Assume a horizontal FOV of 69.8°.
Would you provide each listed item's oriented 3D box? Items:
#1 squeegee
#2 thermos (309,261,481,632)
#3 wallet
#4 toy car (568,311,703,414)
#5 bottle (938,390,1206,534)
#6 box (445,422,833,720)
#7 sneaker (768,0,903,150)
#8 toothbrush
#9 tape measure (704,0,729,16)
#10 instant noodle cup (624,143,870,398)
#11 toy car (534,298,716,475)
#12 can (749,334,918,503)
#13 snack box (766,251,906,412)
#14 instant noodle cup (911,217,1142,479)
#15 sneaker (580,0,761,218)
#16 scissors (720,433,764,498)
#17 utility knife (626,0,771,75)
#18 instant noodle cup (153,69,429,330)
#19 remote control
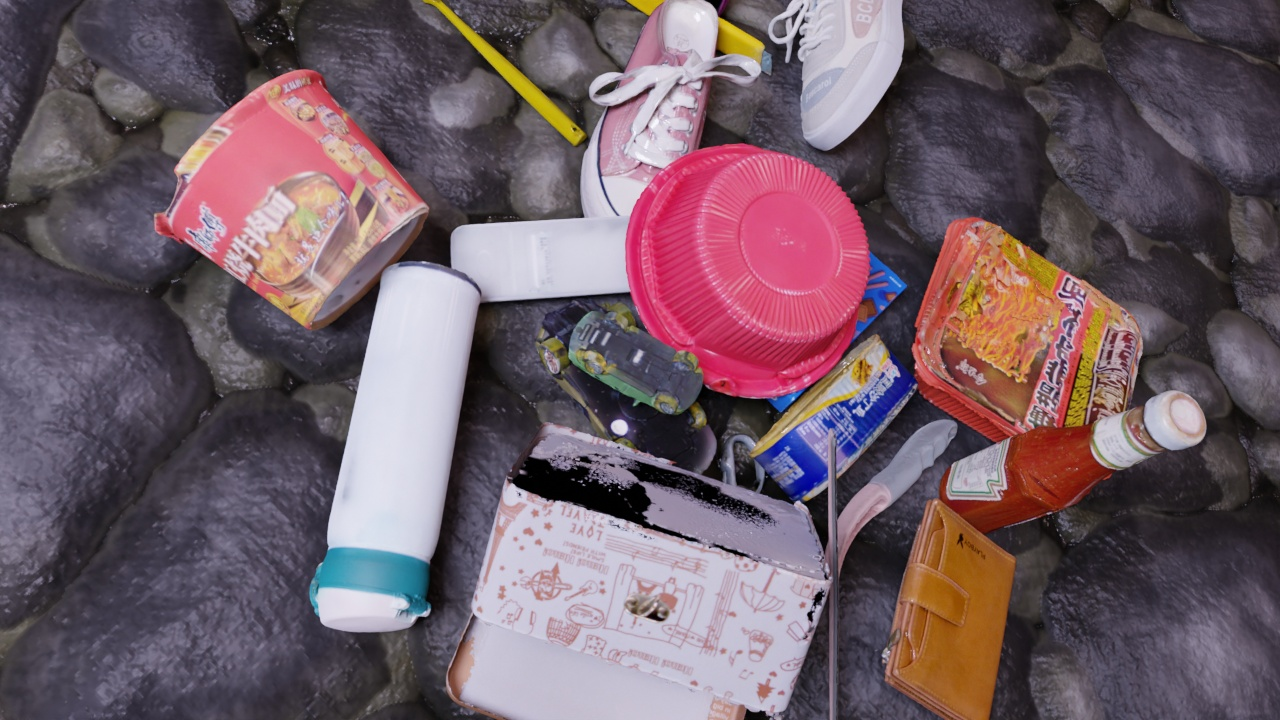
[{"bbox_3d":[0.168,0.101,0.640,0.040,0.248,0.248,11,31,32],"label":"squeegee"},{"bbox_3d":[-0.150,0.052,0.568,0.073,0.073,0.223,11,66,-14],"label":"thermos"},{"bbox_3d":[0.212,0.175,0.640,0.119,0.035,0.130,38,60,-28],"label":"wallet"},{"bbox_3d":[-0.004,0.003,0.602,0.091,0.036,0.043,28,59,3],"label":"toy car"},{"bbox_3d":[0.284,0.070,0.621,0.059,0.207,0.059,7,66,-17],"label":"bottle"},{"bbox_3d":[-0.011,0.153,0.533,0.182,0.153,0.181,18,99,1],"label":"box"},{"bbox_3d":[0.169,-0.292,0.793,0.090,0.090,0.241,31,58,-21],"label":"sneaker"},{"bbox_3d":[-0.113,-0.240,0.724,0.190,0.017,0.015,45,63,3],"label":"toothbrush"},{"bbox_3d":[0.062,-0.329,0.794,0.039,0.058,0.057,28,82,0],"label":"tape measure"},{"bbox_3d":[0.088,-0.073,0.643,0.193,0.066,0.193,5,76,-20],"label":"instant noodle cup"},{"bbox_3d":[-0.012,0.023,0.634,0.070,0.042,0.158,-29,71,-25],"label":"toy car"},{"bbox_3d":[0.141,0.040,0.659,0.049,0.075,0.147,48,54,4],"label":"can"},{"bbox_3d":[0.130,-0.039,0.713,0.084,0.026,0.156,44,62,9],"label":"snack box"},{"bbox_3d":[0.293,-0.006,0.725,0.189,0.079,0.164,32,61,-6],"label":"instant noodle cup"},{"bbox_3d":[0.018,-0.195,0.706,0.118,0.088,0.240,19,69,-10],"label":"sneaker"},{"bbox_3d":[0.052,0.121,0.624,0.159,0.014,0.174,35,57,4],"label":"scissors"},{"bbox_3d":[0.046,-0.293,0.791,0.164,0.033,0.015,27,58,-10],"label":"utility knife"},{"bbox_3d":[-0.207,-0.094,0.576,0.108,0.138,0.137,43,62,-7],"label":"instant noodle cup"},{"bbox_3d":[-0.065,-0.072,0.651,0.136,0.020,0.056,-5,92,-8],"label":"remote control"}]
